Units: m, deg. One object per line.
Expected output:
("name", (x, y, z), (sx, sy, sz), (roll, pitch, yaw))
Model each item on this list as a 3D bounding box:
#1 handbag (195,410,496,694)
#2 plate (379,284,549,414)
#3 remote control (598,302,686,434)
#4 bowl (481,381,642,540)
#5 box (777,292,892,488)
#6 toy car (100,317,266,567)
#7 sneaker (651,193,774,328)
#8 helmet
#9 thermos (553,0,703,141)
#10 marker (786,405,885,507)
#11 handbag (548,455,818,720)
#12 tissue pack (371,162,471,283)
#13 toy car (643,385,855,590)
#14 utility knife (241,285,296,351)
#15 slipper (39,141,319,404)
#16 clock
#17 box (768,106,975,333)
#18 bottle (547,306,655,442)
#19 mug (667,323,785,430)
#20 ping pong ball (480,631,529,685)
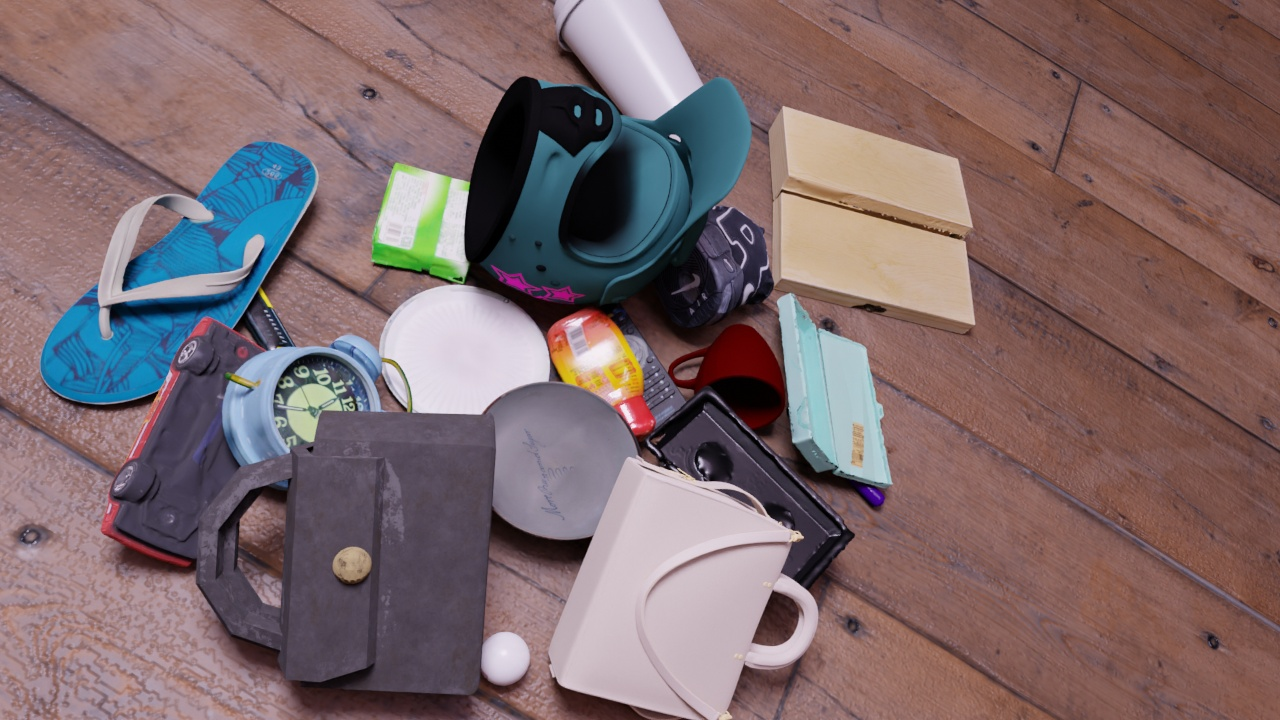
("handbag", (-0.209, 0.134, 0.657), (0.199, 0.102, 0.197), (3, 93, -13))
("plate", (-0.162, -0.002, 0.853), (0.157, 0.014, 0.156), (9, 58, -16))
("remote control", (-0.005, 0.005, 0.900), (0.045, 0.021, 0.140), (-34, 74, 0))
("bowl", (-0.077, 0.095, 0.802), (0.150, 0.057, 0.150), (9, 59, -15))
("box", (0.193, 0.032, 0.937), (0.138, 0.052, 0.186), (35, 41, -33))
("toy car", (-0.344, 0.060, 0.713), (0.081, 0.056, 0.189), (41, 46, -40))
("sneaker", (0.062, -0.148, 0.982), (0.150, 0.097, 0.252), (-5, 56, -41))
("helmet", (-0.033, -0.152, 0.824), (0.200, 0.276, 0.176), (9, 69, -22))
("thermos", (0.004, -0.335, 1.051), (0.131, 0.132, 0.222), (-27, 81, -31))
("marker", (0.195, 0.096, 0.928), (0.015, 0.018, 0.134), (-34, 74, -36))
("handbag", (0.051, 0.196, 0.739), (0.197, 0.101, 0.194), (22, 89, -13))
("tissue pack", (-0.206, -0.136, 0.903), (0.099, 0.034, 0.113), (13, 58, -14))
("toy car", (0.089, 0.127, 0.837), (0.191, 0.071, 0.093), (45, 57, 9))
("utility knife", (-0.326, -0.026, 0.804), (0.028, 0.020, 0.172), (-29, 76, -30))
("slipper", (-0.379, -0.087, 0.776), (0.118, 0.060, 0.294), (29, 63, -2))
("clock", (-0.255, 0.040, 0.745), (0.161, 0.060, 0.118), (-23, 97, -52))
("box", (0.276, -0.168, 1.099), (0.246, 0.068, 0.253), (12, 64, -13))
("bottle", (-0.034, 0.018, 0.865), (0.071, 0.048, 0.134), (-27, 75, -9))
("mug", (0.084, 0.008, 0.906), (0.114, 0.087, 0.088), (3, 49, 3))
("ping pong ball", (-0.107, 0.234, 0.720), (0.040, 0.040, 0.040), (9, 58, -15))
